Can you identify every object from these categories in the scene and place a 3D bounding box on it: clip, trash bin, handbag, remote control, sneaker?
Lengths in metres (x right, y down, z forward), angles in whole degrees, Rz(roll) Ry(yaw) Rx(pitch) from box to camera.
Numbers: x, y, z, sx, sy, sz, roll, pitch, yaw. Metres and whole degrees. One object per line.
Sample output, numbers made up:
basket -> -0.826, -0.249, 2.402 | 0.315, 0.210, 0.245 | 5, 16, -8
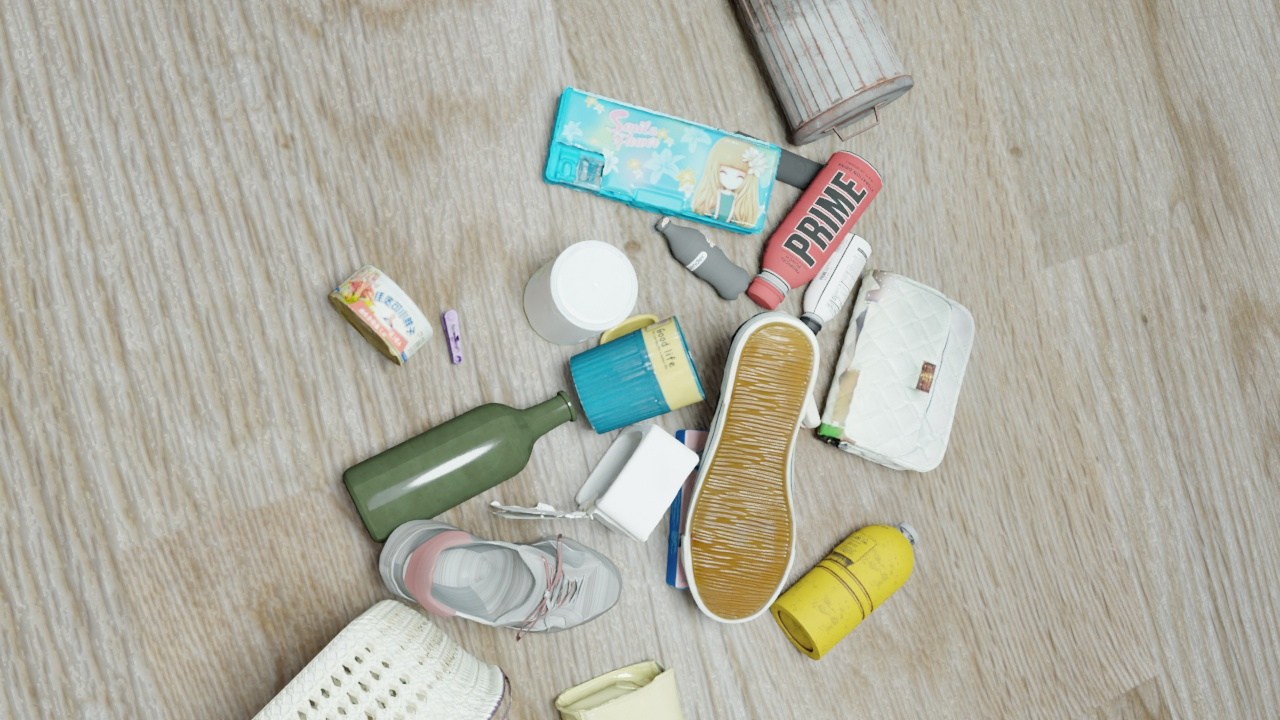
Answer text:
clip -> -0.172, -0.021, 0.841 | 0.013, 0.033, 0.051 | -11, 89, -20
trash bin -> 0.180, -0.328, 0.933 | 0.130, 0.131, 0.211 | -26, 92, -19
handbag -> 0.272, 0.013, 0.962 | 0.138, 0.073, 0.194 | 21, 78, -15
handbag -> -0.008, 0.350, 0.837 | 0.111, 0.081, 0.119 | -15, 88, -27
remote control -> 0.155, 0.010, 0.941 | 0.018, 0.038, 0.125 | -17, 91, -19
sneaker -> -0.099, 0.194, 0.786 | 0.235, 0.090, 0.099 | 17, 87, -34
remote control -> 0.162, -0.205, 0.975 | 0.146, 0.015, 0.033 | 17, 80, -16
sneaker -> 0.102, 0.095, 0.864 | 0.120, 0.127, 0.295 | 7, 99, -6

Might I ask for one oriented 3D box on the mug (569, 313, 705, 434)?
mug -> -0.005, 0.005, 0.859 | 0.107, 0.113, 0.083 | -22, 134, 6

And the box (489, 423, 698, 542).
box -> -0.038, 0.125, 0.831 | 0.188, 0.112, 0.101 | -34, 94, -18

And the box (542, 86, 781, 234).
box -> 0.023, -0.193, 0.904 | 0.226, 0.039, 0.094 | 12, 90, -14

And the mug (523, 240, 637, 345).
mug -> -0.056, -0.060, 0.840 | 0.082, 0.106, 0.082 | 2, 84, -19

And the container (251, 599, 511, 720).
container -> -0.201, 0.281, 0.696 | 0.143, 0.252, 0.184 | 44, 76, 0

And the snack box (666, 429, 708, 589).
snack box -> 0.075, 0.147, 0.904 | 0.088, 0.033, 0.154 | 7, 83, -18

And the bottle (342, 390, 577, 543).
bottle -> -0.153, 0.084, 0.813 | 0.206, 0.071, 0.071 | -26, 94, -19

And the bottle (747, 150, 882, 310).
bottle -> 0.174, -0.129, 0.942 | 0.062, 0.062, 0.176 | 38, 84, -12

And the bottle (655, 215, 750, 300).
bottle -> 0.061, -0.105, 0.920 | 0.110, 0.036, 0.036 | 39, 74, -12

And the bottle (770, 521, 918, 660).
bottle -> 0.215, 0.221, 0.925 | 0.163, 0.071, 0.071 | -35, 96, -18

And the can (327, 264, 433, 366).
can -> -0.223, -0.039, 0.792 | 0.086, 0.086, 0.043 | 47, 72, -9

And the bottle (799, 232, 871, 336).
bottle -> 0.200, -0.078, 0.963 | 0.041, 0.041, 0.116 | 34, 75, -13
